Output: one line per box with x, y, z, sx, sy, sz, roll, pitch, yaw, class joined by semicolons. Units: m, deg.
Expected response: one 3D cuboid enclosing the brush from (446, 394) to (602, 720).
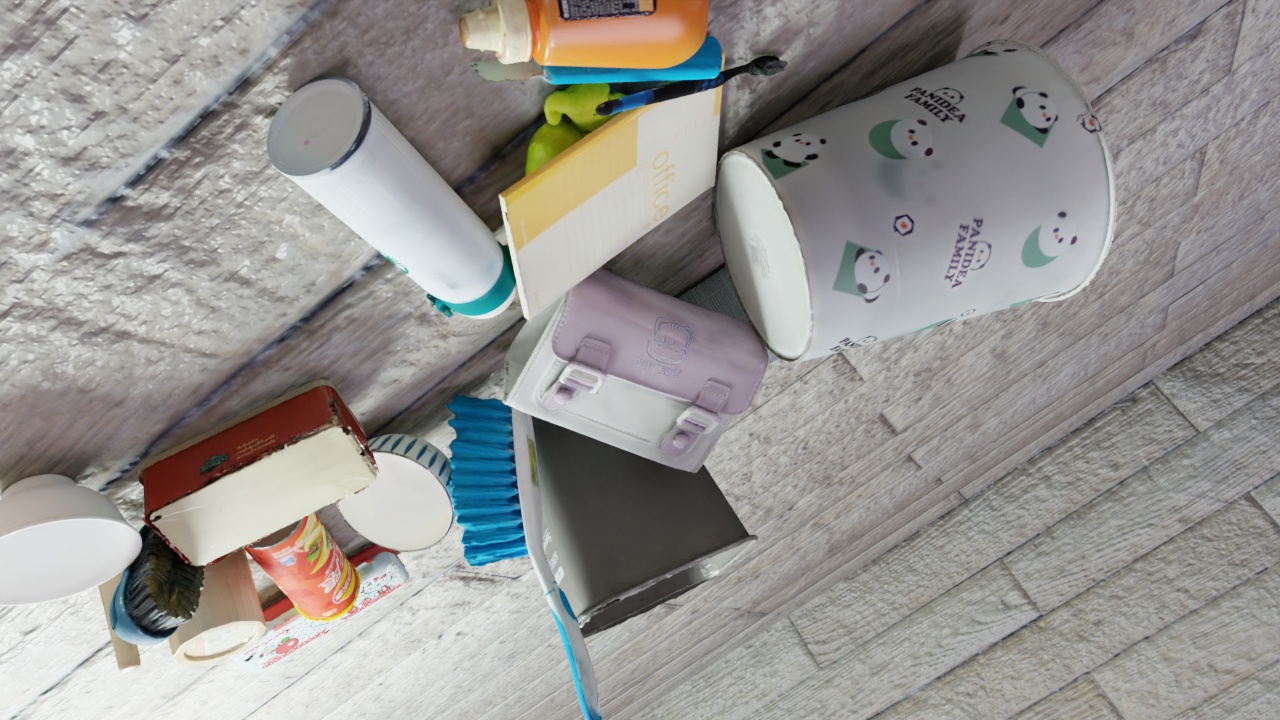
-0.106;0.176;0.826;0.109;0.314;0.060;-8;166;3;brush

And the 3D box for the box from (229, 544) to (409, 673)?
-0.359;0.279;1.028;0.201;0.047;0.087;-30;153;-13;box

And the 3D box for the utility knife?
-0.024;-0.198;0.608;0.185;0.034;0.018;-13;157;-27;utility knife

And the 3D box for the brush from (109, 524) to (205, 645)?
-0.400;0.181;0.755;0.073;0.143;0.055;-40;121;4;brush

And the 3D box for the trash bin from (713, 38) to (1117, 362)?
0.213;-0.122;0.773;0.251;0.229;0.230;-19;151;-11;trash bin

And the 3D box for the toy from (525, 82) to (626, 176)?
-0.048;-0.155;0.654;0.100;0.031;0.096;-44;150;15;toy

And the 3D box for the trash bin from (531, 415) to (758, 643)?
-0.028;0.147;0.948;0.198;0.219;0.199;-21;160;-21;trash bin

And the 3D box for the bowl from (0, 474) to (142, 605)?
-0.446;0.125;0.689;0.118;0.064;0.118;-23;152;-13;bowl

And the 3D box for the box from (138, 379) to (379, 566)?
-0.305;0.098;0.746;0.168;0.077;0.091;-27;136;-9;box

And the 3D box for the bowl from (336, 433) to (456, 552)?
-0.223;0.116;0.870;0.117;0.116;0.066;-47;-167;28;bowl

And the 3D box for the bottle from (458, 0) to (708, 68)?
-0.035;-0.206;0.555;0.149;0.066;0.067;-12;148;-18;bottle

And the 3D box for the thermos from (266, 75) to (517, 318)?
-0.152;-0.092;0.617;0.073;0.073;0.224;-33;153;4;thermos

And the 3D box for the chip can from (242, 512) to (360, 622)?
-0.334;0.190;0.901;0.073;0.073;0.217;-22;150;-16;chip can

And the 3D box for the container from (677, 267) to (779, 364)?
0.079;-0.028;0.929;0.111;0.090;0.090;-30;152;4;container

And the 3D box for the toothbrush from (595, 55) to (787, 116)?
0.041;-0.195;0.651;0.189;0.016;0.014;-26;139;-36;toothbrush

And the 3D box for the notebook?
-0.015;-0.130;0.693;0.206;0.010;0.146;-38;156;-20;notebook

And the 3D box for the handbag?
-0.005;0.005;0.818;0.197;0.098;0.145;21;117;-21;handbag

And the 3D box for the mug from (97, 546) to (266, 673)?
-0.413;0.216;0.829;0.124;0.103;0.084;-11;147;-34;mug
